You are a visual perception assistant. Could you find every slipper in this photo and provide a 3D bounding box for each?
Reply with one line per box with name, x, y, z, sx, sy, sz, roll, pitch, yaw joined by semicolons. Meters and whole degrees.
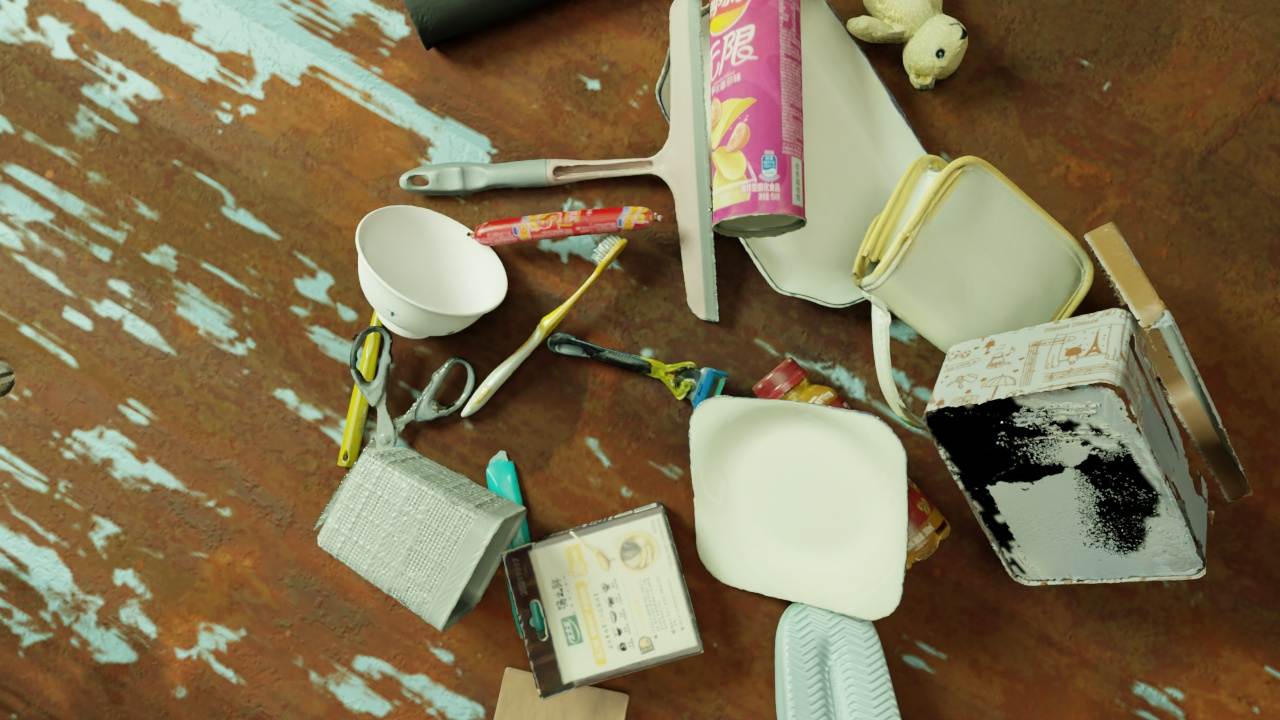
slipper;0.147;0.298;0.670;0.104;0.074;0.245;-6;69;-6

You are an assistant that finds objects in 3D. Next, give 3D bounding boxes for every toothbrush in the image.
toothbrush;-0.216;-0.009;0.732;0.016;0.016;0.190;10;86;4
toothbrush;-0.079;-0.027;0.720;0.018;0.016;0.191;44;96;11

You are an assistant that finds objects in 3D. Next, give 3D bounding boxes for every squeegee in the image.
squeegee;-0.068;-0.150;0.730;0.250;0.040;0.248;-2;103;7

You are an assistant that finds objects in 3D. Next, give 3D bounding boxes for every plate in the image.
plate;0.124;-0.168;0.728;0.162;0.034;0.265;-32;85;-1
plate;0.116;0.101;0.670;0.164;0.034;0.164;7;113;29

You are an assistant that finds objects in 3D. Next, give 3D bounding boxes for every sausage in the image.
sausage;-0.060;-0.105;0.709;0.156;0.020;0.020;-5;85;9

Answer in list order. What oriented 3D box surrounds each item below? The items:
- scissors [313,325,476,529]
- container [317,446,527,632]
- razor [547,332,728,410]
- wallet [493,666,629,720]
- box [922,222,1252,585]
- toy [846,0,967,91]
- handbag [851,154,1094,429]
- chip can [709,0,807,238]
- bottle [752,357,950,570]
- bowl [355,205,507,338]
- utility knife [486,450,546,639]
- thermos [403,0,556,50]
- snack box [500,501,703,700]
scissors;-0.198;0.055;0.719;0.175;0.014;0.159;-26;99;-9
container;-0.160;0.124;0.674;0.114;0.090;0.090;29;91;7
razor;-0.004;0.004;0.723;0.143;0.022;0.043;17;116;1
wallet;-0.067;0.302;0.702;0.101;0.020;0.115;12;83;3
box;0.320;0.024;0.647;0.183;0.157;0.192;55;44;-22
toy;0.204;-0.288;0.711;0.104;0.066;0.157;-37;104;-31
handbag;0.225;-0.042;0.678;0.163;0.063;0.179;32;92;-22
chip can;0.085;-0.201;0.677;0.071;0.071;0.210;0;85;1
bottle;0.155;0.076;0.694;0.057;0.057;0.175;-40;86;-2
bowl;-0.169;-0.056;0.704;0.118;0.118;0.065;40;124;4
utility knife;-0.095;0.148;0.718;0.029;0.013;0.157;-13;82;-2
thermos;-0.074;-0.330;0.738;0.242;0.068;0.090;-21;53;-2
snack box;-0.027;0.179;0.693;0.125;0.053;0.113;-16;85;1
